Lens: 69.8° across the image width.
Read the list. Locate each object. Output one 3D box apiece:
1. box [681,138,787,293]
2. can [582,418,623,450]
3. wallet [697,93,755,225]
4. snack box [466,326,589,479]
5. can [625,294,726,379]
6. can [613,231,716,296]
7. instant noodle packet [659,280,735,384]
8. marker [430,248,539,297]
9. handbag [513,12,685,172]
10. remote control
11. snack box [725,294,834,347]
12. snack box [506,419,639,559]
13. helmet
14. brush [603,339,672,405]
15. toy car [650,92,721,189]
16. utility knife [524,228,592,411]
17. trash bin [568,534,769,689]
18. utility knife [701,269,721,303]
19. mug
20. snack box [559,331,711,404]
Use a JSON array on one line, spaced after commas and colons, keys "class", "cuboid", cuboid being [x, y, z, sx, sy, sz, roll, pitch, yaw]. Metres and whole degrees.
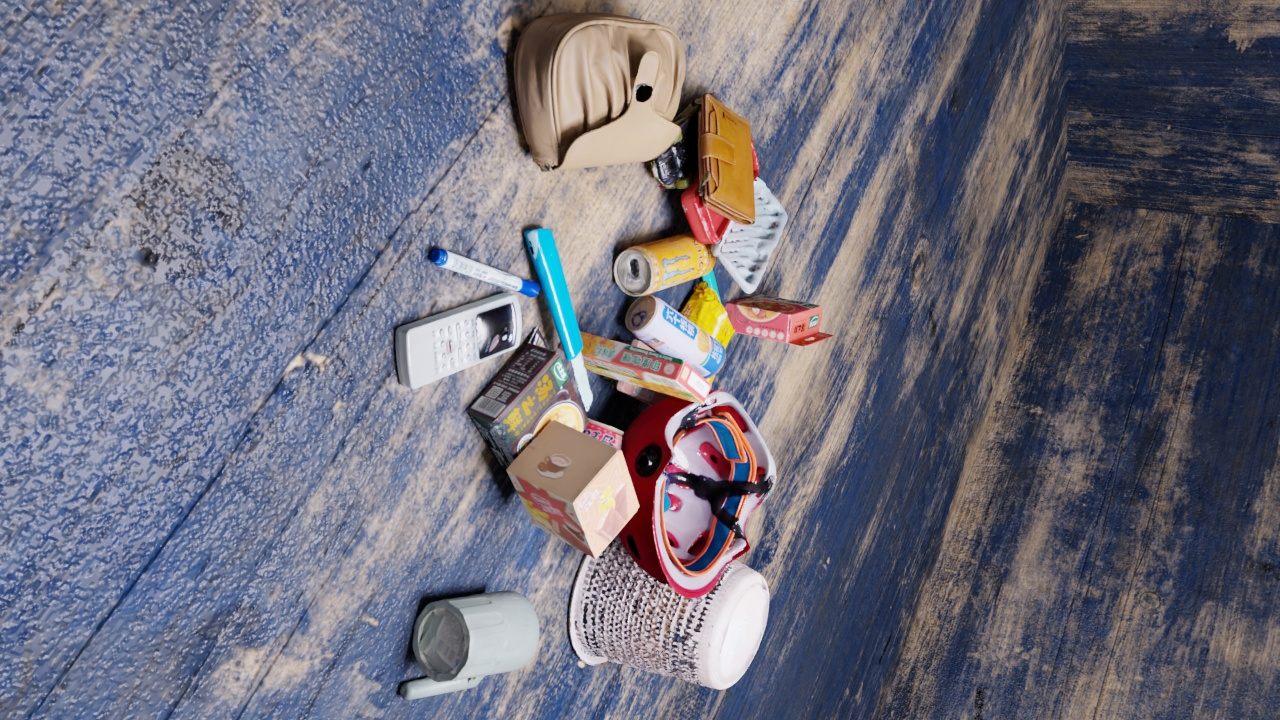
[{"class": "box", "cuboid": [0.124, -0.194, 1.168, 0.161, 0.050, 0.200, 57, 39, -24]}, {"class": "can", "cuboid": [-0.062, 0.115, 1.042, 0.066, 0.067, 0.093, 32, 76, -57]}, {"class": "wallet", "cuboid": [0.097, -0.237, 1.083, 0.119, 0.035, 0.130, 16, 69, -55]}, {"class": "snack box", "cuboid": [-0.111, 0.050, 0.964, 0.125, 0.053, 0.113, -49, 140, -27]}, {"class": "can", "cuboid": [0.043, -0.028, 1.114, 0.134, 0.053, 0.053, 33, 74, -39]}, {"class": "can", "cuboid": [0.032, -0.117, 1.103, 0.145, 0.058, 0.058, -24, 122, -52]}, {"class": "instant noodle packet", "cuboid": [0.076, -0.024, 1.223, 0.128, 0.044, 0.111, -62, 139, -27]}, {"class": "marker", "cuboid": [-0.147, -0.083, 0.880, 0.145, 0.017, 0.017, 16, 89, -58]}, {"class": "handbag", "cuboid": [-0.030, -0.264, 0.908, 0.204, 0.100, 0.148, -21, 123, -49]}, {"class": "remote control", "cuboid": [-0.168, -0.021, 0.867, 0.149, 0.021, 0.058, -27, 124, -49]}, {"class": "snack box", "cuboid": [0.203, -0.060, 1.328, 0.113, 0.127, 0.044, -17, 116, -55]}, {"class": "snack box", "cuboid": [-0.067, 0.130, 0.932, 0.076, 0.093, 0.094, -47, 141, -30]}, {"class": "helmet", "cuboid": [0.041, 0.154, 1.095, 0.207, 0.144, 0.239, 49, 57, -37]}, {"class": "brush", "cuboid": [0.018, 0.025, 1.126, 0.145, 0.073, 0.063, 32, 74, -59]}, {"class": "toy car", "cuboid": [0.059, -0.264, 1.100, 0.157, 0.042, 0.070, -50, 137, -38]}, {"class": "utility knife", "cuboid": [-0.080, -0.041, 0.962, 0.034, 0.018, 0.208, -41, 122, -49]}, {"class": "trash bin", "cuboid": [0.049, 0.316, 1.180, 0.226, 0.192, 0.228, -27, 124, -50]}, {"class": "utility knife", "cuboid": [0.095, -0.103, 1.249, 0.029, 0.013, 0.178, -56, 145, -33]}, {"class": "mug", "cuboid": [-0.178, 0.295, 0.936, 0.124, 0.083, 0.103, -54, 149, 13]}, {"class": "snack box", "cuboid": [-0.006, 0.006, 1.001, 0.077, 0.156, 0.027, 40, 70, -56]}]
